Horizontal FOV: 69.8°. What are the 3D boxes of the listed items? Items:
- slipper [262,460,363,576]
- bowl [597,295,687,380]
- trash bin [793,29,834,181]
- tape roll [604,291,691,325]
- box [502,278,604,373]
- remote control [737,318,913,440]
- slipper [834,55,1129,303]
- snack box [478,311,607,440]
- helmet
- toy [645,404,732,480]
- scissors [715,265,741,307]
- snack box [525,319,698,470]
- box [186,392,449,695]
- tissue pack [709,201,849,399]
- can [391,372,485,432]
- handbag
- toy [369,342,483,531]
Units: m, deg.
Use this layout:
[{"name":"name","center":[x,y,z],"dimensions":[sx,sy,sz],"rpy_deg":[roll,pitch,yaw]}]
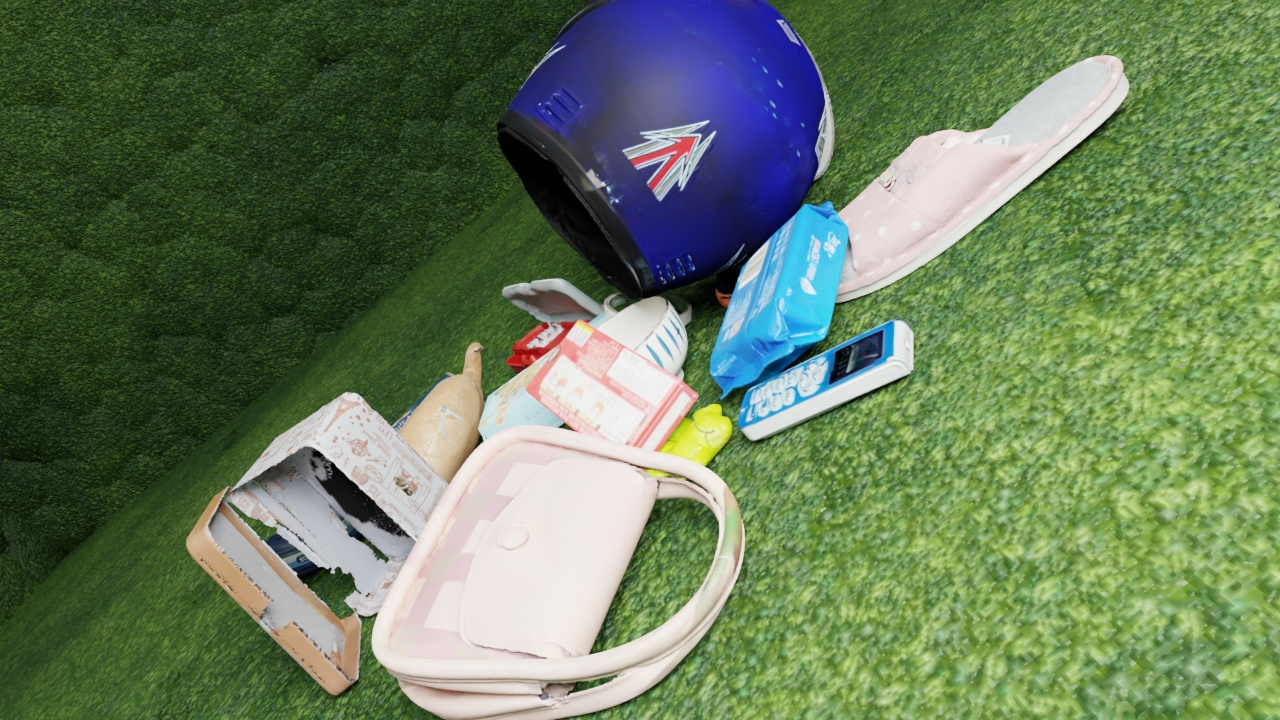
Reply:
[{"name":"slipper","center":[-0.345,0.147,1.085],"dimensions":[0.252,0.095,0.105],"rpy_deg":[-45,17,-23]},{"name":"bowl","center":[-0.005,0.005,0.803],"dimensions":[0.117,0.066,0.116],"rpy_deg":[-34,21,15]},{"name":"trash bin","center":[0.060,-0.251,1.029],"dimensions":[0.253,0.229,0.228],"rpy_deg":[-14,32,42]},{"name":"tape roll","center":[0.007,-0.050,0.901],"dimensions":[0.086,0.014,0.085],"rpy_deg":[2,24,-1]},{"name":"box","center":[-0.112,-0.044,1.058],"dimensions":[0.095,0.101,0.202],"rpy_deg":[-46,19,-18]},{"name":"remote control","center":[0.122,0.015,0.609],"dimensions":[0.125,0.024,0.048],"rpy_deg":[-29,22,32]},{"name":"slipper","center":[0.232,-0.141,0.696],"dimensions":[0.275,0.054,0.114],"rpy_deg":[-37,20,18]},{"name":"snack box","center":[-0.081,0.024,0.923],"dimensions":[0.175,0.051,0.074],"rpy_deg":[-36,19,14]},{"name":"helmet","center":[0.026,-0.196,0.794],"dimensions":[0.240,0.247,0.315],"rpy_deg":[-39,15,-5]},{"name":"toy","center":[0.020,0.067,0.674],"dimensions":[0.096,0.031,0.100],"rpy_deg":[-49,26,-23]},{"name":"scissors","center":[0.091,-0.088,0.850],"dimensions":[0.189,0.015,0.225],"rpy_deg":[-24,23,9]},{"name":"snack box","center":[-0.027,0.024,0.704],"dimensions":[0.075,0.025,0.153],"rpy_deg":[-54,38,-4]},{"name":"box","center":[-0.273,0.162,0.777],"dimensions":[0.155,0.182,0.184],"rpy_deg":[-30,22,27]},{"name":"tissue pack","center":[0.106,-0.043,0.684],"dimensions":[0.095,0.052,0.156],"rpy_deg":[-44,19,50]},{"name":"can","center":[-0.235,0.078,1.053],"dimensions":[0.111,0.075,0.075],"rpy_deg":[-47,20,-18]},{"name":"handbag","center":[-0.037,0.129,0.569],"dimensions":[0.235,0.093,0.192],"rpy_deg":[-9,40,37]},{"name":"toy","center":[-0.206,0.073,0.948],"dimensions":[0.225,0.082,0.144],"rpy_deg":[-62,10,-24]}]
